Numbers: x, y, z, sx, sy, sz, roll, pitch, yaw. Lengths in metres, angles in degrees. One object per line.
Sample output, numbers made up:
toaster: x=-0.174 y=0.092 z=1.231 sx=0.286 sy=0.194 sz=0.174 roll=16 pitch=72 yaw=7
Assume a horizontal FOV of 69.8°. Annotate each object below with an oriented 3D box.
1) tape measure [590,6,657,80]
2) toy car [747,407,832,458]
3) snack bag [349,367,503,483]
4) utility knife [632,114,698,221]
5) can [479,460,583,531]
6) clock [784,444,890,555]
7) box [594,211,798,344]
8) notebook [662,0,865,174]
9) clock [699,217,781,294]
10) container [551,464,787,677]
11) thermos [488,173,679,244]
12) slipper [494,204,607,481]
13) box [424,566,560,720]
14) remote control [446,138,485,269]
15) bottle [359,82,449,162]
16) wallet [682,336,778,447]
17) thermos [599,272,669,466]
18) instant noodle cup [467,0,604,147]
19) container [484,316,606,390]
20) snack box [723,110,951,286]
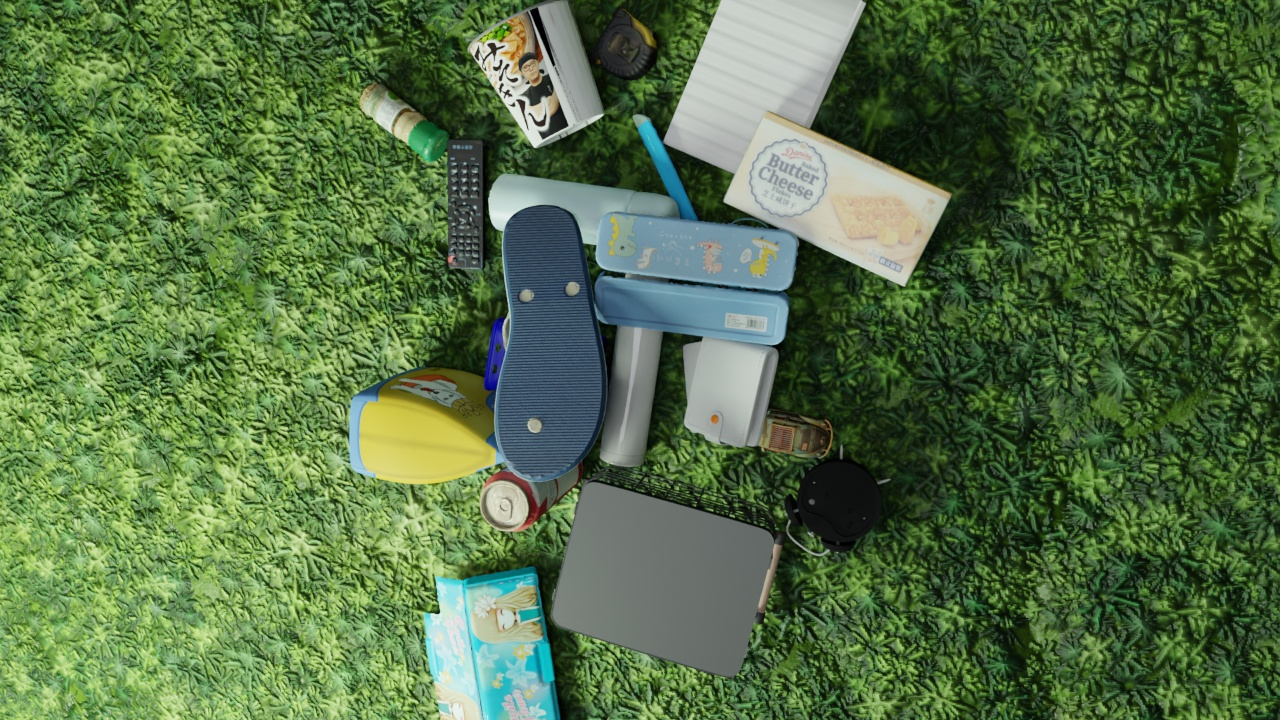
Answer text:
tape measure: x=-0.016 y=-0.338 z=0.999 sx=0.062 sy=0.038 sz=0.067 roll=39 pitch=105 yaw=7
toy car: x=0.153 y=0.079 z=1.008 sx=0.112 sy=0.047 sz=0.047 roll=10 pitch=98 yaw=17
snack bag: x=-0.201 y=0.077 z=1.045 sx=0.205 sy=0.158 sz=0.102 roll=8 pitch=103 yaw=12
utility knife: x=0.035 y=-0.196 z=1.016 sx=0.015 sy=0.031 sz=0.174 roll=-25 pitch=93 yaw=-24
can: x=-0.119 y=0.138 z=1.025 sx=0.067 sy=0.170 sz=0.067 roll=3 pitch=99 yaw=15
clock: x=0.210 y=0.159 z=1.007 sx=0.091 sy=0.042 sz=0.121 roll=35 pitch=105 yaw=8
box: x=0.054 y=-0.085 z=0.956 sx=0.209 sy=0.034 sz=0.128 roll=8 pitch=113 yaw=8
notebook: x=0.129 y=-0.304 z=0.981 sx=0.142 sy=0.009 sz=0.210 roll=26 pitch=104 yaw=11
clock: x=0.112 y=-0.092 z=0.993 sx=0.090 sy=0.053 sz=0.124 roll=9 pitch=100 yaw=12
container: x=0.029 y=0.221 z=1.003 sx=0.241 sy=0.130 sz=0.163 roll=15 pitch=95 yaw=7
thermos: x=-0.061 y=-0.163 z=1.020 sx=0.207 sy=0.077 sz=0.065 roll=10 pitch=133 yaw=15
slipper: x=-0.095 y=-0.020 z=0.973 sx=0.118 sy=0.060 sz=0.294 roll=-5 pitch=80 yaw=5
box: x=-0.194 y=0.376 z=1.136 sx=0.182 sy=0.071 sz=0.227 roll=-6 pitch=97 yaw=14
remote control: x=-0.203 y=-0.184 z=1.081 sx=0.047 sy=0.022 sz=0.150 roll=5 pitch=101 yaw=14
bottle: x=-0.276 y=-0.279 z=1.075 sx=0.111 sy=0.043 sz=0.043 roll=38 pitch=105 yaw=8
wallet: x=0.087 y=0.030 z=1.015 sx=0.115 sy=0.037 sz=0.118 roll=18 pitch=101 yaw=40
thermos: x=-0.006 y=0.006 z=1.038 sx=0.052 sy=0.052 sz=0.224 roll=10 pitch=100 yaw=13
instant noodle cup: x=-0.103 y=-0.305 z=0.993 sx=0.124 sy=0.123 sz=0.122 roll=-23 pitch=101 yaw=17
container: x=-0.106 y=0.002 z=1.048 sx=0.114 sy=0.084 sz=0.085 roll=12 pitch=99 yaw=12
snack box: x=0.202 y=-0.169 z=0.948 sx=0.208 sy=0.057 sz=0.104 roll=26 pitch=104 yaw=5
